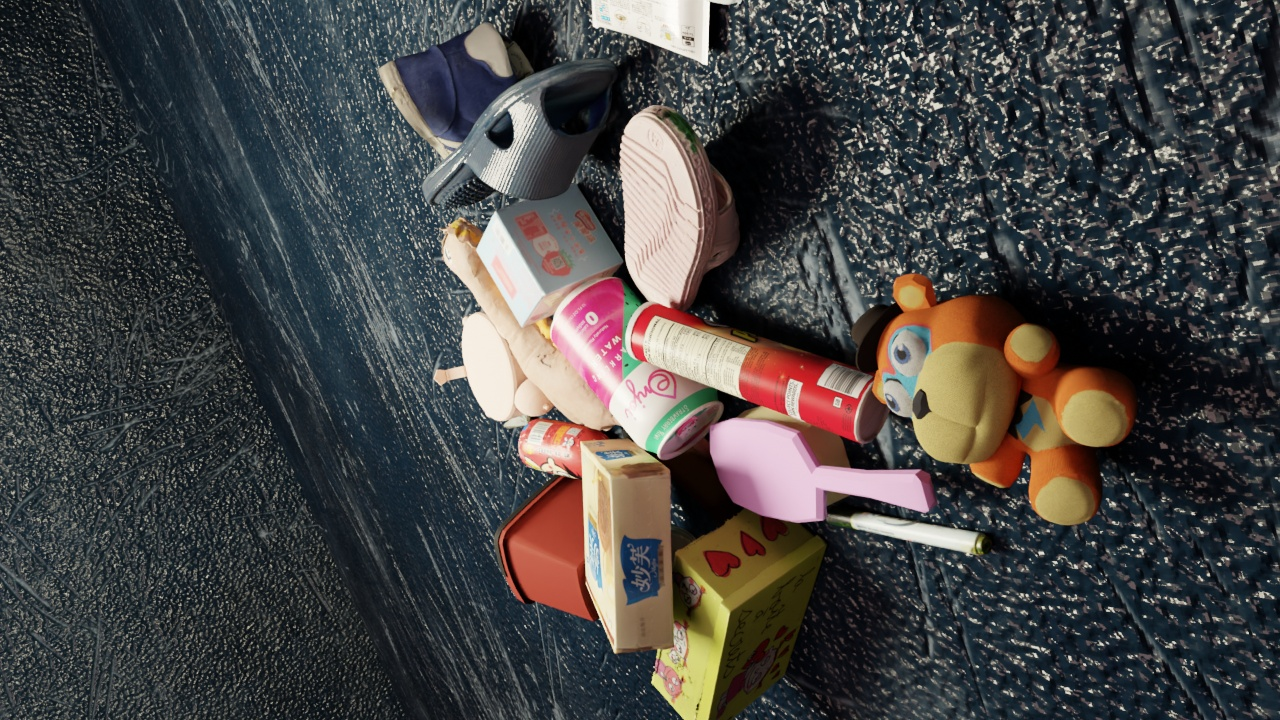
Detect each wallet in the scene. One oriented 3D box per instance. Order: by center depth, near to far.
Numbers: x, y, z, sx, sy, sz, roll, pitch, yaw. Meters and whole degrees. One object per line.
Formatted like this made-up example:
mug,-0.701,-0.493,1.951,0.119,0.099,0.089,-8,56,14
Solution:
wallet,0.056,0.102,0.888,0.115,0.018,0.092,46,144,23

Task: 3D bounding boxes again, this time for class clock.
clock,-0.167,0.005,1.075,0.161,0.086,0.131,-7,97,50

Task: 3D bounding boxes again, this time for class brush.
brush,0.143,0.084,0.719,0.229,0.043,0.089,0,112,56

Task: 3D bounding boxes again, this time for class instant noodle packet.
instant noodle packet,0.004,-0.277,0.675,0.134,0.026,0.087,34,138,39

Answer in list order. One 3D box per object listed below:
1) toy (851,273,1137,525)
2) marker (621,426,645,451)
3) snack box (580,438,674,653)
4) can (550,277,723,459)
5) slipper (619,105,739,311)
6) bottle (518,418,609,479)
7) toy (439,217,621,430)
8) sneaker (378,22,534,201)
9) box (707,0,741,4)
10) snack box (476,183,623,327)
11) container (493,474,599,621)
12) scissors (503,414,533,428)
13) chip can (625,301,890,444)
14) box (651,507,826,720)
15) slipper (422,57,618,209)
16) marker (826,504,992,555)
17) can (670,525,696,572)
toy,0.203,0.015,0.544,0.176,0.096,0.112,46,147,46
marker,0.004,0.135,0.984,0.019,0.019,0.146,15,124,51
snack box,-0.016,0.161,0.852,0.207,0.055,0.153,-165,74,-79
can,-0.005,0.005,0.835,0.166,0.088,0.088,49,146,22
slipper,0.035,-0.112,0.719,0.094,0.064,0.240,50,164,17
bottle,-0.068,0.102,1.024,0.138,0.061,0.062,7,119,38
toy,-0.101,-0.036,0.936,0.196,0.065,0.264,-2,125,53
sneaker,-0.153,-0.248,0.902,0.091,0.118,0.233,62,-177,17
box,0.000,-0.324,0.603,0.211,0.105,0.130,30,166,39
snack box,-0.087,-0.100,0.875,0.093,0.094,0.080,58,150,7
container,-0.101,0.204,1.061,0.201,0.147,0.127,14,131,38
scissors,-0.123,0.074,1.132,0.196,0.015,0.180,47,145,24
chip can,0.085,0.005,0.708,0.215,0.051,0.052,21,129,37
box,0.086,0.239,0.845,0.083,0.124,0.221,42,141,31
slipper,-0.100,-0.175,0.809,0.264,0.101,0.082,-23,92,48
marker,0.199,0.127,0.695,0.147,0.017,0.017,1,113,55
can,0.024,0.238,0.986,0.067,0.067,0.121,44,143,29
